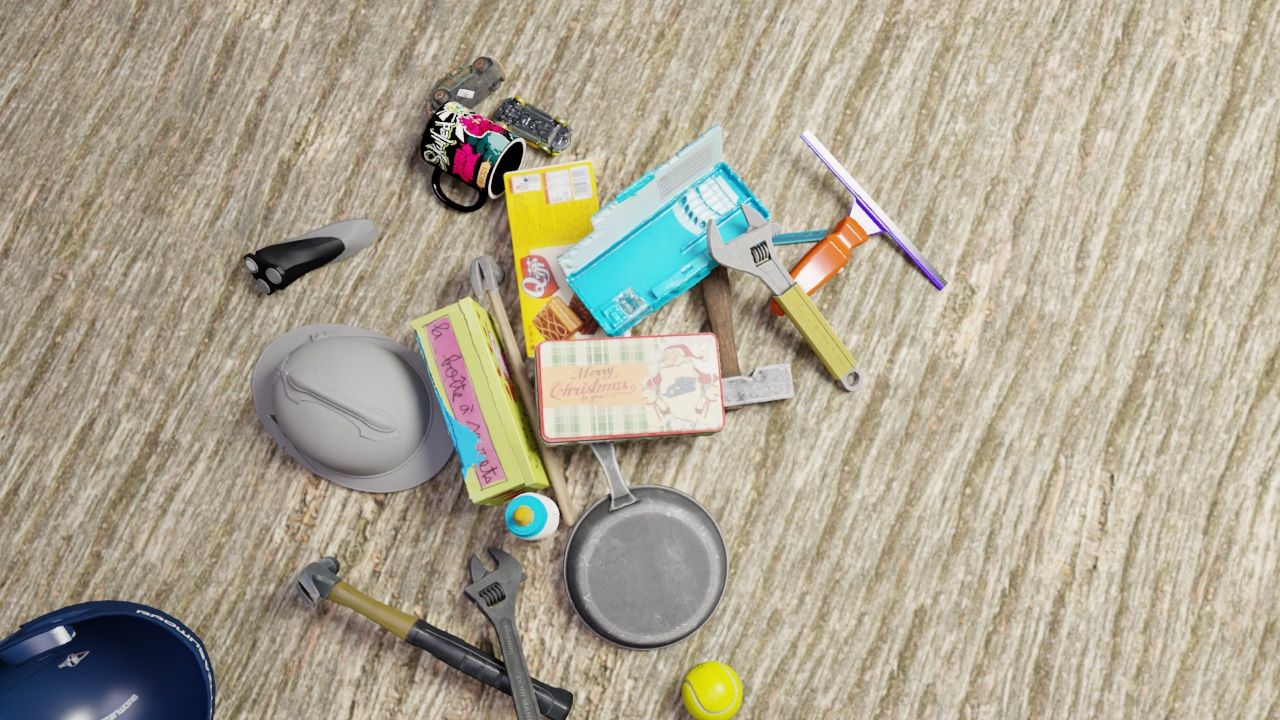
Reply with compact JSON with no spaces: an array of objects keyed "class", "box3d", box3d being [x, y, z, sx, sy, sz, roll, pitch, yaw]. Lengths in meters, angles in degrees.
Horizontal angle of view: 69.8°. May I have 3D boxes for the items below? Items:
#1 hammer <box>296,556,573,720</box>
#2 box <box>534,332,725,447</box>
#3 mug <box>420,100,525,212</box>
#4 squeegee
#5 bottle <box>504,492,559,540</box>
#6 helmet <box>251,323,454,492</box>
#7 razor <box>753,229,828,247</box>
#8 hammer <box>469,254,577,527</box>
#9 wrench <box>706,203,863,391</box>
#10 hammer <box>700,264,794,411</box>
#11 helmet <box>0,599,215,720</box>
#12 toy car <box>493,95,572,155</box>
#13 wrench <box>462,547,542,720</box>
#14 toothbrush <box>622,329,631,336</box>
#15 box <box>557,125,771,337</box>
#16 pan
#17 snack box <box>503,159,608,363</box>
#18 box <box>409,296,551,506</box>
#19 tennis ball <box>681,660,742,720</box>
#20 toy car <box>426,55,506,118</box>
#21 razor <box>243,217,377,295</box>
[{"class":"hammer","box3d":[-0.226,0.308,1.007,0.333,0.118,0.025,27,89,2]},{"class":"box","box3d":[-0.012,0.032,1.005,0.205,0.049,0.117,-2,76,-8]},{"class":"mug","box3d":[-0.211,-0.241,1.124,0.098,0.081,0.118,30,109,8]},{"class":"squeegee","box3d":[0.217,-0.118,1.079,0.249,0.055,0.184,46,73,-4]},{"class":"bottle","box3d":[-0.120,0.170,1.000,0.051,0.146,0.051,0,79,2]},{"class":"helmet","box3d":[-0.347,0.043,1.049,0.271,0.118,0.183,25,81,9]},{"class":"razor","box3d":[0.156,-0.146,1.112,0.144,0.022,0.042,-5,88,-3]},{"class":"hammer","box3d":[-0.135,0.034,1.062,0.031,0.119,0.331,-17,88,1]},{"class":"wrench","box3d":[0.170,-0.064,1.032,0.083,0.018,0.273,-42,110,-8]},{"class":"hammer","box3d":[0.050,-0.085,1.079,0.218,0.037,0.300,-8,86,2]},{"class":"helmet","box3d":[-0.578,0.375,0.939,0.271,0.224,0.232,-35,94,-34]},{"class":"toy car","box3d":[-0.133,-0.291,1.148,0.107,0.030,0.049,30,81,10]},{"class":"wrench","box3d":[-0.134,0.322,0.983,0.073,0.018,0.273,-5,53,-25]},{"class":"toothbrush","box3d":[-0.006,0.006,1.048,0.022,0.015,0.154,-9,84,-35]},{"class":"box","box3d":[0.025,-0.138,0.995,0.226,0.121,0.098,-36,72,-4]},{"class":"pan","box3d":[-0.021,0.153,1.025,0.187,0.055,0.357,-20,92,-5]},{"class":"snack box","box3d":[-0.094,-0.115,1.096,0.110,0.062,0.230,-9,79,0]},{"class":"box","box3d":[-0.176,0.052,1.039,0.081,0.124,0.221,-23,78,0]},{"class":"tennis ball","box3d":[0.078,0.360,0.996,0.065,0.065,0.065,-1,79,2]},{"class":"toy car","box3d":[-0.225,-0.345,1.154,0.112,0.047,0.047,-37,61,0]},{"class":"razor","box3d":[-0.397,-0.134,1.120,0.156,0.060,0.057,-30,122,-19]}]
